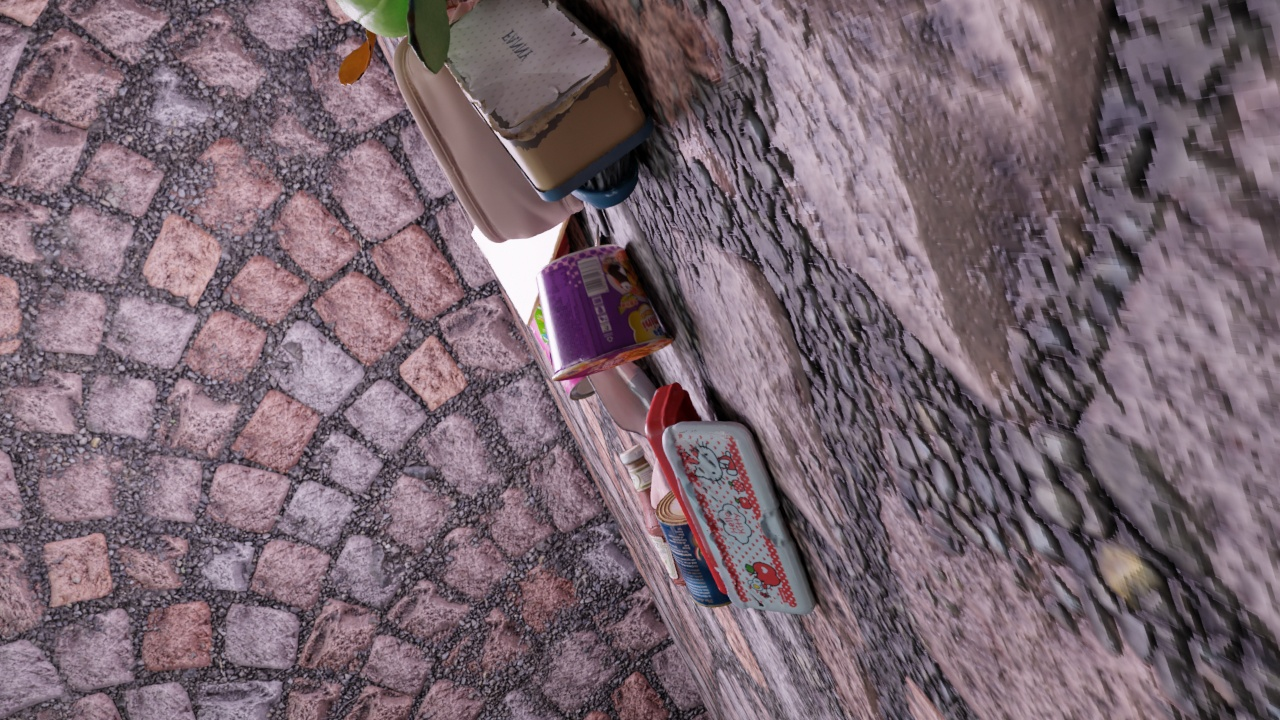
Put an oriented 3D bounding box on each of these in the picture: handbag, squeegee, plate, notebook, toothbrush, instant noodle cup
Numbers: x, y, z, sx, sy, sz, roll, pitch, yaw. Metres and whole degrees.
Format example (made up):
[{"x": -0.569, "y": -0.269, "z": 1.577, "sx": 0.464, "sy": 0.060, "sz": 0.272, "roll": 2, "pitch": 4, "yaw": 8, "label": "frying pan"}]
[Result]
[{"x": -0.131, "y": -0.237, "z": 0.828, "sx": 0.233, "sy": 0.093, "sz": 0.193, "roll": -100, "pitch": -14, "yaw": -51, "label": "handbag"}, {"x": -0.006, "y": 0.006, "z": 0.961, "sx": 0.249, "sy": 0.040, "sz": 0.248, "roll": 61, "pitch": 171, "yaw": 7, "label": "squeegee"}, {"x": -0.035, "y": 0.011, "z": 1.051, "sx": 0.164, "sy": 0.034, "sz": 0.163, "roll": 58, "pitch": -173, "yaw": 16, "label": "plate"}, {"x": -0.133, "y": -0.158, "z": 1.016, "sx": 0.149, "sy": 0.012, "sz": 0.212, "roll": 58, "pitch": 145, "yaw": 23, "label": "notebook"}, {"x": -0.064, "y": -0.188, "z": 0.803, "sx": 0.181, "sy": 0.018, "sz": 0.015, "roll": 66, "pitch": 168, "yaw": -24, "label": "toothbrush"}, {"x": -0.040, "y": -0.044, "z": 0.816, "sx": 0.112, "sy": 0.111, "sz": 0.099, "roll": 121, "pitch": 130, "yaw": -80, "label": "instant noodle cup"}]

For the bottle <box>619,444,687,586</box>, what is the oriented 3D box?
[{"x": 0.031, "y": 0.216, "z": 1.290, "sx": 0.206, "sy": 0.059, "sz": 0.060, "roll": 63, "pitch": 171, "yaw": -3, "label": "bottle"}]

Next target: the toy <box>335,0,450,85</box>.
[{"x": -0.153, "y": -0.283, "z": 0.599, "sx": 0.246, "sy": 0.090, "sz": 0.227, "roll": -101, "pitch": 33, "yaw": -53, "label": "toy"}]

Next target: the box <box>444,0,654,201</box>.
[{"x": -0.064, "y": -0.176, "z": 0.586, "sx": 0.184, "sy": 0.090, "sz": 0.060, "roll": 57, "pitch": -178, "yaw": 41, "label": "box"}]

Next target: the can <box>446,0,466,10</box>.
[{"x": -0.179, "y": -0.298, "z": 0.947, "sx": 0.058, "sy": 0.058, "sz": 0.147, "roll": -167, "pitch": 58, "yaw": -79, "label": "can"}]

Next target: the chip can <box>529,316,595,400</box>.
[{"x": -0.123, "y": -0.043, "z": 1.379, "sx": 0.210, "sy": 0.071, "sz": 0.071, "roll": 59, "pitch": 170, "yaw": 24, "label": "chip can"}]

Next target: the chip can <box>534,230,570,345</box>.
[{"x": -0.114, "y": -0.092, "z": 1.186, "sx": 0.072, "sy": 0.072, "sz": 0.236, "roll": 60, "pitch": 171, "yaw": 21, "label": "chip can"}]

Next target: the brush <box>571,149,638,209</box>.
[{"x": -0.045, "y": -0.156, "z": 0.658, "sx": 0.143, "sy": 0.055, "sz": 0.074, "roll": 56, "pitch": 168, "yaw": 37, "label": "brush"}]

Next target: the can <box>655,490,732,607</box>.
[{"x": 0.068, "y": 0.186, "z": 0.943, "sx": 0.111, "sy": 0.075, "sz": 0.075, "roll": 67, "pitch": 170, "yaw": -22, "label": "can"}]

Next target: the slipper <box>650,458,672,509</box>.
[{"x": 0.051, "y": 0.180, "z": 1.085, "sx": 0.114, "sy": 0.054, "sz": 0.275, "roll": 58, "pitch": 170, "yaw": 31, "label": "slipper"}]

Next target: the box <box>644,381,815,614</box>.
[{"x": 0.083, "y": 0.118, "z": 0.783, "sx": 0.118, "sy": 0.098, "sz": 0.201, "roll": -69, "pitch": -40, "yaw": -57, "label": "box"}]
